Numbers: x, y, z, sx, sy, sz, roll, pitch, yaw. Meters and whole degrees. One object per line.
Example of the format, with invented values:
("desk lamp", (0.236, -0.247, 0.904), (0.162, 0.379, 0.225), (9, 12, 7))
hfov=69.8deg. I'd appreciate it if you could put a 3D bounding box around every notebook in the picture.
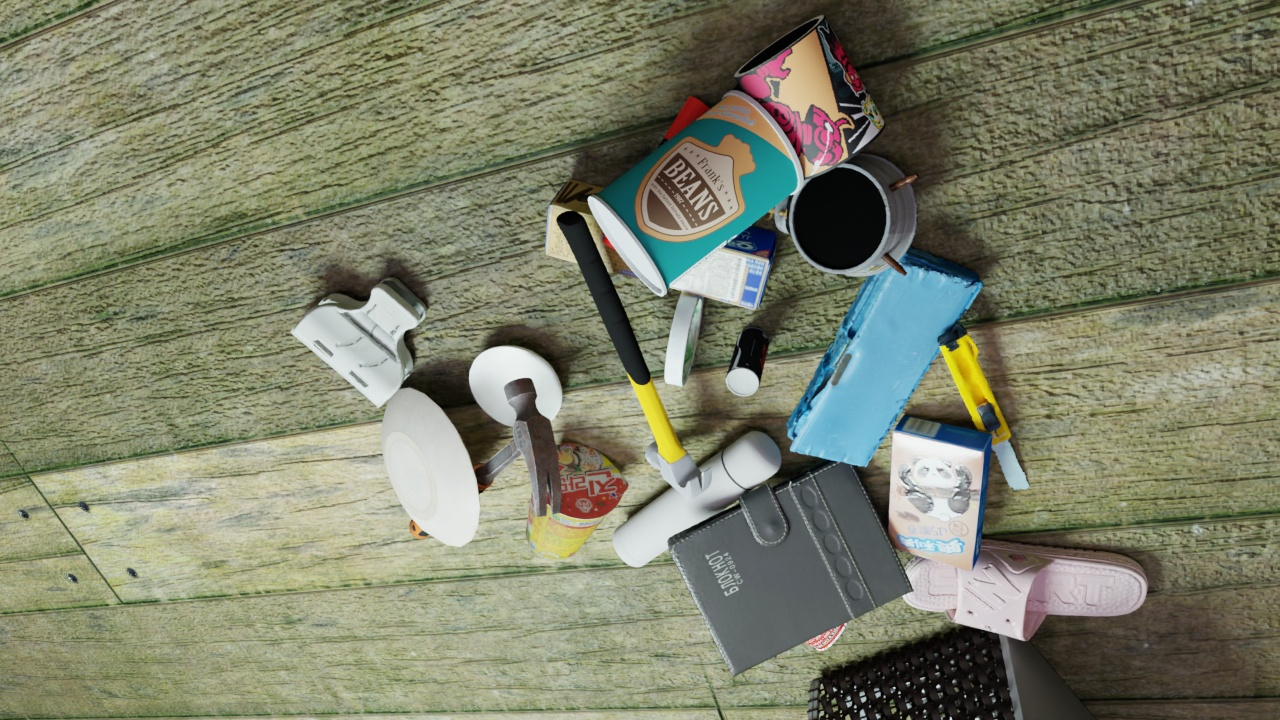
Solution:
("notebook", (0.152, 0.208, 0.941), (0.209, 0.029, 0.169), (-27, 95, -2))

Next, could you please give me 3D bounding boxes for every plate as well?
("plate", (-0.130, 0.024, 0.985), (0.104, 0.026, 0.104), (8, 123, 12))
("plate", (-0.245, 0.124, 1.022), (0.189, 0.027, 0.189), (22, 122, 40))

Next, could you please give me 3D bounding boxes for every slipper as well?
("slipper", (0.391, 0.238, 0.942), (0.240, 0.064, 0.094), (-2, 120, 16))

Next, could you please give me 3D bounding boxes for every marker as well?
("marker", (0.013, -0.160, 0.795), (0.023, 0.021, 0.145), (33, 96, 1))

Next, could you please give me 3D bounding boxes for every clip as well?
("clip", (-0.297, -0.018, 0.977), (0.126, 0.098, 0.153), (43, 132, -15))

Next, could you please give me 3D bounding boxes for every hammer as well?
("hammer", (-0.182, 0.149, 1.022), (0.315, 0.034, 0.137), (-39, 64, 45))
("hammer", (-0.005, 0.005, 0.865), (0.029, 0.127, 0.324), (-31, 122, -13))

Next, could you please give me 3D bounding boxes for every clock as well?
("clock", (0.166, -0.124, 0.782), (0.148, 0.056, 0.104), (13, 109, 35))

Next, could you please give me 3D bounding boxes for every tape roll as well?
("tape roll", (0.042, -0.022, 0.867), (0.018, 0.093, 0.094), (12, 123, 9))

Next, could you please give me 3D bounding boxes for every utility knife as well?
("utility knife", (0.327, 0.050, 0.863), (0.030, 0.019, 0.217), (-24, 124, 19))

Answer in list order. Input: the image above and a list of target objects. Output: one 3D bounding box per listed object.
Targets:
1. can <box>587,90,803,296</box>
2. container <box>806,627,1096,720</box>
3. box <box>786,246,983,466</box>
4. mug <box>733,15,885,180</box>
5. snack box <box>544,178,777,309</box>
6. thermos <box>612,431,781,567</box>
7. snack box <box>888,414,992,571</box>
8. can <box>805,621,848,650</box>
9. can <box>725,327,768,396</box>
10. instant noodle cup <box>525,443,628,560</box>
("can", (0.044, -0.135, 0.747), (0.144, 0.099, 0.099), (-38, 108, -5))
("container", (0.351, 0.458, 0.984), (0.244, 0.245, 0.247), (-35, 106, 27))
("box", (0.220, 0.005, 0.856), (0.093, 0.053, 0.232), (23, 124, 0))
("mug", (0.125, -0.206, 0.747), (0.118, 0.081, 0.098), (-11, 120, 53))
("snack box", (0.019, -0.108, 0.845), (0.207, 0.057, 0.056), (15, 127, 6))
("thermos", (0.059, 0.151, 0.991), (0.052, 0.052, 0.225), (42, 122, -11))
("snack box", (0.294, 0.132, 0.909), (0.087, 0.034, 0.151), (13, 126, 31))
("can", (0.163, 0.250, 1.001), (0.116, 0.086, 0.087), (29, 124, -3))
("can", (0.102, 0.000, 0.870), (0.031, 0.080, 0.032), (7, 122, 11))
("instant noodle cup", (-0.085, 0.165, 1.022), (0.100, 0.100, 0.113), (26, 132, 0))
